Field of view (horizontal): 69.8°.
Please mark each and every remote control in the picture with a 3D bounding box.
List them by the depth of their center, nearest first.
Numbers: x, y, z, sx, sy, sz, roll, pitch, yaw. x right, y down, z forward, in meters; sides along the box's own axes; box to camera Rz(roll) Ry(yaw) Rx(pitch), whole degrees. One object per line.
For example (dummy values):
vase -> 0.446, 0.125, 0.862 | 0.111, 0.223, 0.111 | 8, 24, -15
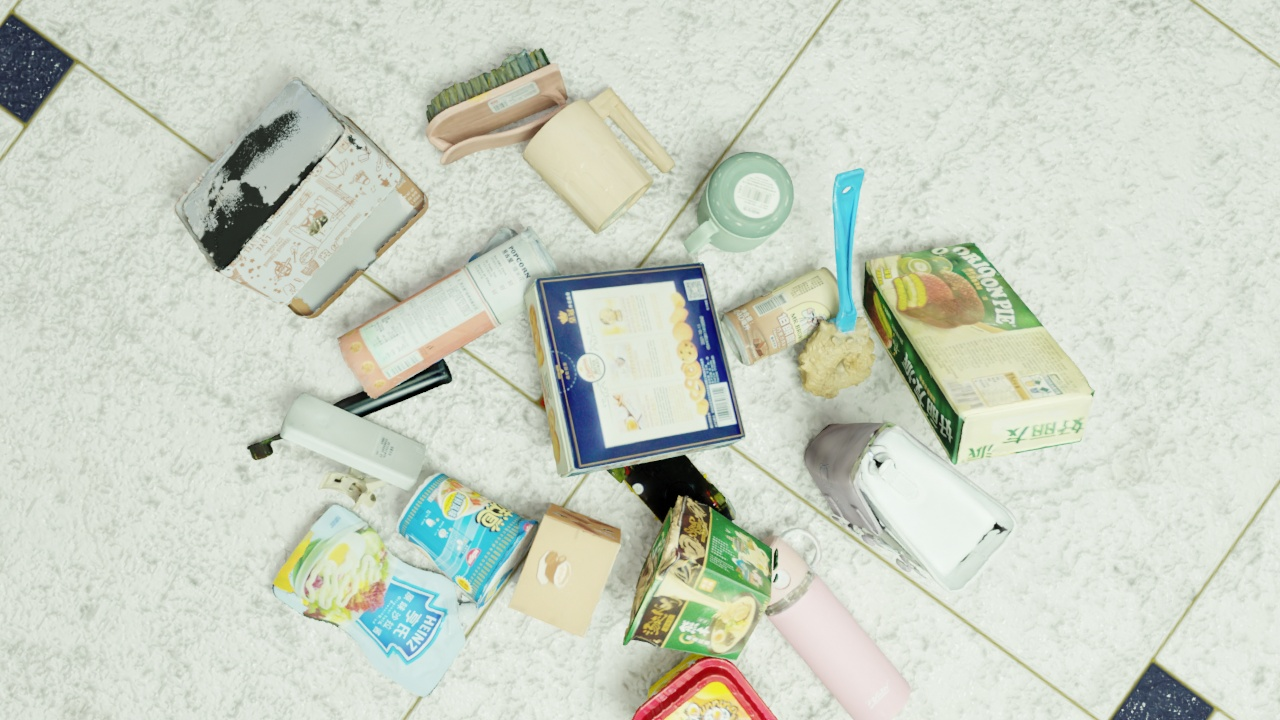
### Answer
remote control -> -0.274, 0.078, 0.880 | 0.135, 0.056, 0.019 | 26, 120, -18

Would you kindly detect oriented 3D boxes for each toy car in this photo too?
toy car -> 0.026, 0.121, 0.910 | 0.071, 0.041, 0.156 | -42, 91, -2

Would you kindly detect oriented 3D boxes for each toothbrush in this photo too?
toothbrush -> -0.290, 0.050, 0.912 | 0.212, 0.026, 0.027 | -23, 91, -1

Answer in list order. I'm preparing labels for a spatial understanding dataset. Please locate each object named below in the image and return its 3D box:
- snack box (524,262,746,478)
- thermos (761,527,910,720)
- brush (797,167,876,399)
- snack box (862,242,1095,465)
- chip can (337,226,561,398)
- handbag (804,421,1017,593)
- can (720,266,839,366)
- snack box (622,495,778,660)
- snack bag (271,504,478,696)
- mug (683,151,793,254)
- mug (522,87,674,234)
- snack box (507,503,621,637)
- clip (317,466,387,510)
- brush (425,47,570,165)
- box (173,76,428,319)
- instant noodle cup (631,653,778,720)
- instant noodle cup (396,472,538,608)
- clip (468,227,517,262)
snack box -> -0.005, 0.005, 0.868 | 0.182, 0.046, 0.178 | -8, 80, -24
thermos -> 0.184, 0.257, 0.900 | 0.087, 0.067, 0.198 | -39, 89, -7
brush -> 0.185, -0.064, 0.844 | 0.083, 0.045, 0.255 | -15, 131, -8
snack box -> 0.294, -0.015, 0.832 | 0.114, 0.239, 0.063 | -10, 128, -3
chip can -> -0.181, -0.046, 0.886 | 0.214, 0.071, 0.071 | -31, 90, -6
handbag -> 0.229, 0.123, 0.838 | 0.145, 0.197, 0.098 | 45, 88, 1
can -> 0.142, -0.043, 0.908 | 0.116, 0.058, 0.058 | -26, 89, -2
snack box -> 0.057, 0.206, 0.837 | 0.105, 0.118, 0.118 | 23, 115, 0
snack bag -> -0.257, 0.237, 0.904 | 0.191, 0.039, 0.110 | 36, 77, -1
mug -> 0.089, -0.144, 0.886 | 0.111, 0.106, 0.082 | -37, 91, -2
mug -> -0.037, -0.199, 0.905 | 0.103, 0.084, 0.124 | 48, 61, -1
snack box -> -0.071, 0.197, 0.879 | 0.077, 0.094, 0.092 | 22, 88, -1
clip -> -0.280, 0.115, 0.874 | 0.076, 0.103, 0.034 | 32, 90, 10
brush -> -0.142, -0.245, 0.904 | 0.145, 0.063, 0.073 | -24, 79, -1
box -> -0.318, -0.145, 0.889 | 0.181, 0.158, 0.148 | -46, 55, 2
instant noodle cup -> 0.059, 0.336, 0.865 | 0.116, 0.123, 0.116 | -38, 90, -2
instant noodle cup -> -0.170, 0.166, 0.884 | 0.110, 0.099, 0.099 | 33, 88, 8
clip -> -0.147, -0.111, 0.925 | 0.024, 0.027, 0.056 | 45, 98, 2
